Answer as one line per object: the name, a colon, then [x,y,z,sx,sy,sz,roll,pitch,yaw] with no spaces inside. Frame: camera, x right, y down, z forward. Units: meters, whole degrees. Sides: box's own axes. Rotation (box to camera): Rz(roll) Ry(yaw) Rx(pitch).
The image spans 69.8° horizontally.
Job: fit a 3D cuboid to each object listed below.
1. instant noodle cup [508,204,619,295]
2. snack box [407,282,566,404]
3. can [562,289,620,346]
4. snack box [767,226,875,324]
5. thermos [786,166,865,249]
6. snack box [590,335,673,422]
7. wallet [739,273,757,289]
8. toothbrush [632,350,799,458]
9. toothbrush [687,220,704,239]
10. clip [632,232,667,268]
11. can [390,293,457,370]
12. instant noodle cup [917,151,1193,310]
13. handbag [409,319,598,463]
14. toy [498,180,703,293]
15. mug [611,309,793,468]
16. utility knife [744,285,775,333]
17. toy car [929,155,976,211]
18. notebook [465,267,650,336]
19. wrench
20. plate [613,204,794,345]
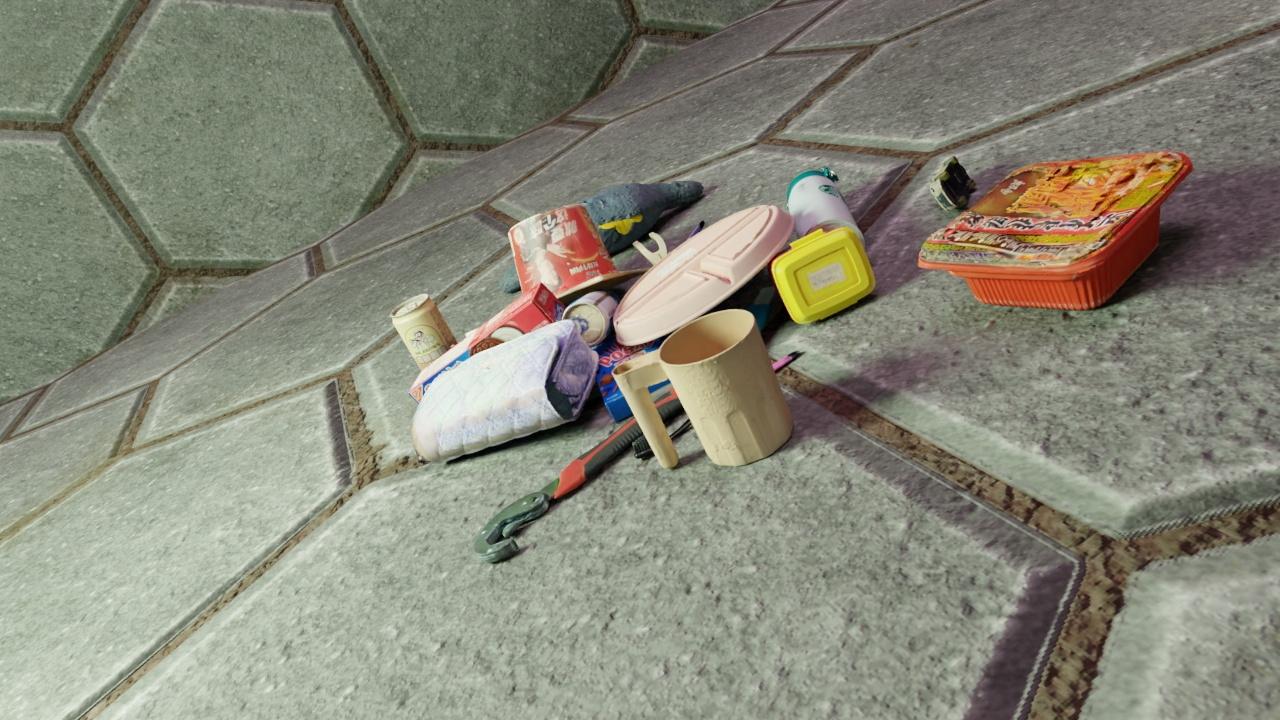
instant noodle cup: [-0.106,-0.136,1.203,0.138,0.108,0.138,-20,0,0]
snack box: [-0.178,-0.008,1.073,0.208,0.057,0.058,-33,21,22]
can: [-0.054,-0.050,1.053,0.053,0.053,0.134,-22,7,9]
snack box: [0.175,-0.090,0.921,0.091,0.082,0.080,-26,13,1]
thermos: [0.210,-0.168,1.059,0.073,0.073,0.223,-20,24,13]
snack box: [-0.006,0.006,0.967,0.084,0.026,0.157,-27,23,0]
wallet: [0.103,-0.123,1.116,0.107,0.040,0.132,-6,29,29]
toothbrush: [0.071,0.036,0.841,0.189,0.018,0.014,-31,22,-16]
toothbrush: [0.036,-0.109,1.134,0.017,0.014,0.188,11,55,39]
clip: [0.023,-0.135,1.185,0.035,0.092,0.103,-28,13,-8]
can: [-0.269,-0.023,1.179,0.058,0.116,0.058,-21,24,10]
instant noodle cup: [0.351,-0.106,0.774,0.188,0.079,0.165,-39,27,-25]
handbag: [-0.144,0.033,0.967,0.194,0.075,0.133,-21,31,29]
toy: [-0.057,-0.201,1.392,0.356,0.091,0.138,-28,-4,-7]
mug: [0.054,0.030,0.758,0.125,0.103,0.084,-22,24,10]
utility knife: [0.111,-0.032,0.938,0.034,0.018,0.198,0,32,24]
toy car: [0.341,-0.192,1.012,0.035,0.042,0.090,-36,8,38]
notebook: [-0.102,-0.074,1.162,0.208,0.008,0.147,-21,0,25]
wrench: [-0.041,0.091,0.837,0.272,0.016,0.056,-37,26,-24]
plate: [0.061,-0.097,0.988,0.230,0.028,0.229,-34,16,11]
